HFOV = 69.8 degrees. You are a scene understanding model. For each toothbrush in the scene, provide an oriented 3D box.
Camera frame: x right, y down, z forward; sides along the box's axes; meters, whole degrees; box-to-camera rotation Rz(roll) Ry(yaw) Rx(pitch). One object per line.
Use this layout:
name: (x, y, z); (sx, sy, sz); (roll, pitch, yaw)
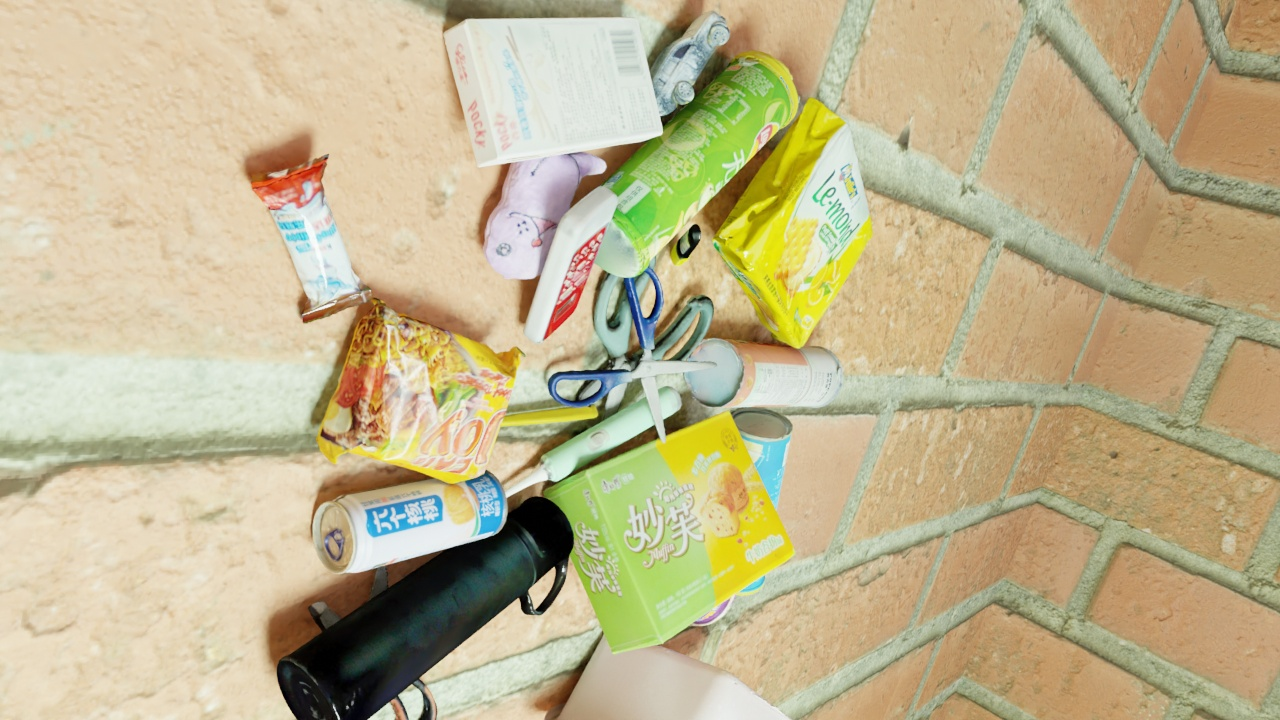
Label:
toothbrush: (-0.054, 0.078, 0.789); (0.223, 0.026, 0.027); (-28, 172, -30)
toothbrush: (-0.102, 0.043, 0.719); (0.189, 0.016, 0.016); (-1, 106, -49)

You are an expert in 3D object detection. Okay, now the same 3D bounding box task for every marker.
marker: (0.039, -0.095, 0.758); (0.124, 0.015, 0.018); (152, -67, -85)

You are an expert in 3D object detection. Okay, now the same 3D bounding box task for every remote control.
remote control: (-0.052, -0.066, 0.665); (0.055, 0.020, 0.136); (-46, 170, -39)

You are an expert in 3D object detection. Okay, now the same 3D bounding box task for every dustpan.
dustpan: (0.031, 0.386, 0.947); (0.273, 0.223, 0.138); (49, 58, -39)

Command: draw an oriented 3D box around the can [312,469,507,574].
can: (-0.162, 0.113, 0.658); (0.134, 0.053, 0.053); (-5, 115, -51)

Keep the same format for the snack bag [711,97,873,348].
snack bag: (0.147, -0.120, 0.875); (0.158, 0.068, 0.246); (-57, 153, -6)

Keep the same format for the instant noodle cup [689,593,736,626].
instant noodle cup: (0.030, 0.213, 0.929); (0.099, 0.112, 0.111); (14, 100, -47)

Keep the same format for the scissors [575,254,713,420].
scissors: (0.011, -0.025, 0.820); (0.180, 0.019, 0.170); (-8, 118, -46)

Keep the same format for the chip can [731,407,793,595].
chip can: (0.120, 0.161, 1.037); (0.071, 0.071, 0.210); (-21, 126, -44)

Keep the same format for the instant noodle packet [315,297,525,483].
instant noodle packet: (-0.143, 0.027, 0.621); (0.128, 0.044, 0.110); (22, 88, -48)

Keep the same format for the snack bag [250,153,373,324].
snack bag: (-0.189, -0.069, 0.534); (0.048, 0.026, 0.104); (-26, 131, -26)

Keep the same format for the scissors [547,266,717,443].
scissors: (-0.004, 0.003, 0.779); (0.162, 0.012, 0.173); (-25, 120, -24)

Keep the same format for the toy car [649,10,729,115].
toy car: (0.033, -0.231, 0.708); (0.034, 0.043, 0.090); (34, 88, -21)

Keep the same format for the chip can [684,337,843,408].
chip can: (0.134, 0.016, 0.963); (0.214, 0.071, 0.071); (2, 109, -53)

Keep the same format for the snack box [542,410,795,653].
snack box: (0.032, 0.151, 0.844); (0.209, 0.070, 0.157); (-18, 80, -46)

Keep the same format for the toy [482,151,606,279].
toy: (-0.073, -0.107, 0.647); (0.083, 0.039, 0.108); (15, 99, -44)

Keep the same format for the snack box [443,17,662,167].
snack box: (-0.052, -0.182, 0.612); (0.156, 0.027, 0.085); (-22, 102, -43)

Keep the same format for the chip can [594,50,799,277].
chip can: (0.036, -0.156, 0.729); (0.220, 0.073, 0.073); (-47, 141, -23)

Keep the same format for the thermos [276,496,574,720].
thermos: (-0.144, 0.194, 0.693); (0.241, 0.069, 0.090); (-29, 99, -46)

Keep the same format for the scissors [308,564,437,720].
scissors: (-0.213, 0.257, 0.715); (0.189, 0.015, 0.226); (29, 87, -55)
